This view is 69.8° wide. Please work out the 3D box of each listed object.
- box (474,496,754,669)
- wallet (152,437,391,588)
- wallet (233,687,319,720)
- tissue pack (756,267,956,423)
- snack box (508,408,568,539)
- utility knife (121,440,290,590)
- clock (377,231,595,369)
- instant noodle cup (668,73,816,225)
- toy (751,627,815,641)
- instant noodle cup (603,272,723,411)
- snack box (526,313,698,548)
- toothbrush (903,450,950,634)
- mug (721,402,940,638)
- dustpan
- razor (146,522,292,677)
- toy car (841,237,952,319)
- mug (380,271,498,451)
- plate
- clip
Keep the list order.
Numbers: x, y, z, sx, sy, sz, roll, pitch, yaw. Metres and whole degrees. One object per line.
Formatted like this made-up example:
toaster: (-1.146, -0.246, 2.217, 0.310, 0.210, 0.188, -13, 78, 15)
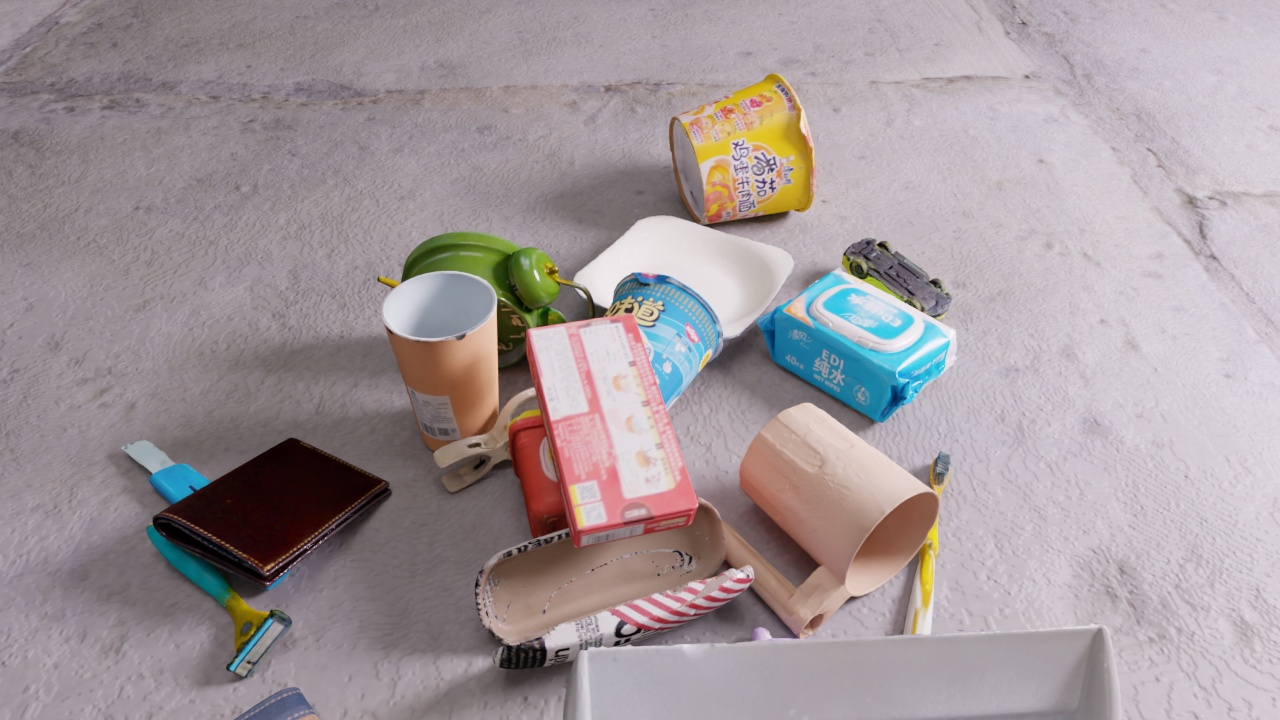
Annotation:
box: (-0.019, 0.131, 0.559, 0.162, 0.076, 0.087, -17, 66, -16)
wallet: (-0.243, 0.096, 0.617, 0.096, 0.020, 0.122, 21, 29, 16)
wallet: (-0.187, 0.235, 0.469, 0.090, 0.033, 0.115, -34, 52, -30)
tissue pack: (0.174, -0.016, 0.735, 0.089, 0.063, 0.140, -32, 51, -32)
snack box: (-0.039, 0.078, 0.620, 0.091, 0.082, 0.080, -8, 55, -8)
utility knife: (-0.304, 0.099, 0.636, 0.191, 0.018, 0.034, 26, 48, 28)
clock: (-0.117, -0.043, 0.728, 0.161, 0.116, 0.056, -2, 52, 3)
instant noodle cup: (0.095, -0.200, 0.901, 0.109, 0.138, 0.138, -17, 43, -7)
toy: (0.108, 0.185, 0.512, 0.108, 0.039, 0.083, -5, 39, 22)
instant noodle cup: (-0.004, 0.004, 0.695, 0.099, 0.099, 0.109, 19, 53, 21)
snack box: (-0.022, 0.039, 0.581, 0.075, 0.026, 0.152, -9, 55, -13)
toothbrush: (0.190, 0.127, 0.604, 0.016, 0.018, 0.190, 12, 42, 16)
mug: (0.113, 0.102, 0.598, 0.124, 0.084, 0.103, -43, 51, -6)
dustpan: (0.084, 0.248, 0.325, 0.222, 0.258, 0.142, 1, 20, -12)
razor: (-0.271, 0.142, 0.577, 0.132, 0.028, 0.043, 31, 79, 27)
toy car: (0.227, -0.069, 0.821, 0.105, 0.032, 0.048, 40, 54, 23)
mug: (-0.137, 0.008, 0.661, 0.078, 0.123, 0.078, 0, 40, 0)
plate: (0.039, -0.066, 0.811, 0.164, 0.034, 0.163, 21, 42, 23)
clip: (-0.095, 0.067, 0.675, 0.104, 0.083, 0.035, -39, 52, -8)
